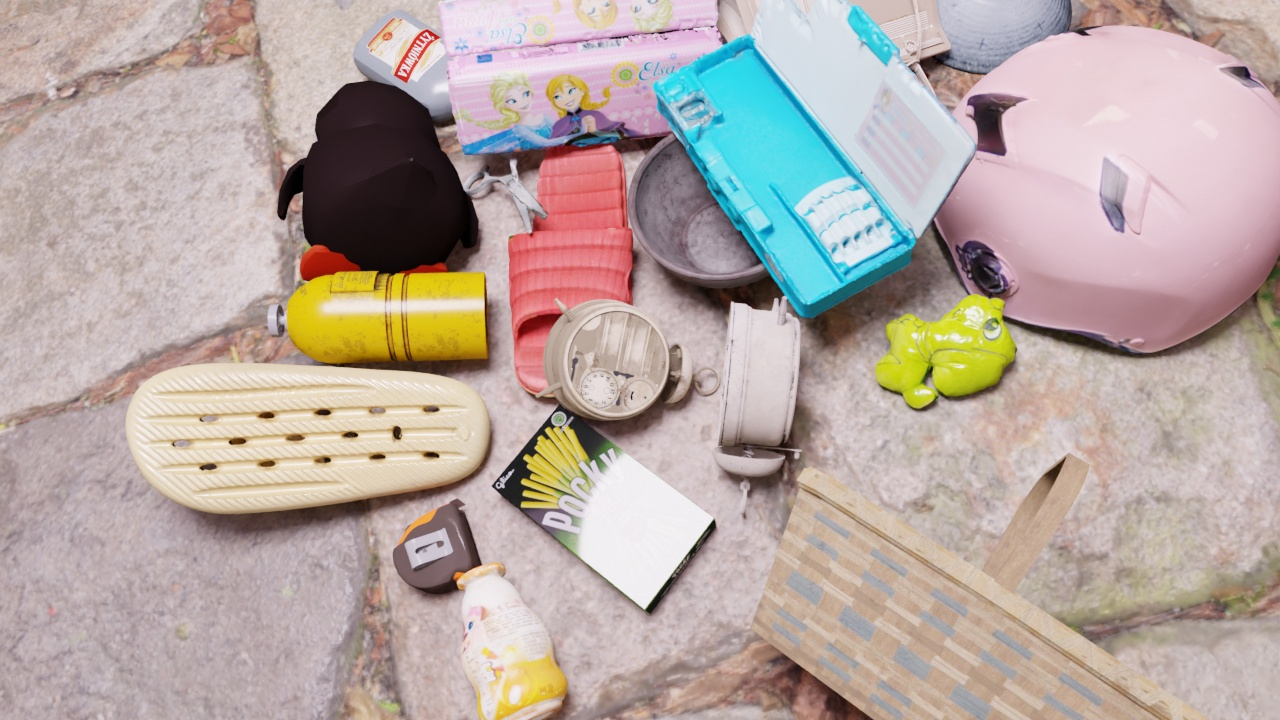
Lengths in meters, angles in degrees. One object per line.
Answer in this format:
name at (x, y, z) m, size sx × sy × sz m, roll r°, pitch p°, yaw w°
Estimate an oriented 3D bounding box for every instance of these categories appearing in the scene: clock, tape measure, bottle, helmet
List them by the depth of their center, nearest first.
bottle at (-0.093, 0.194, 0.627) m, size 0.063 × 0.063 × 0.109 m, roll -24°, pitch 67°, yaw -1°
clock at (0.086, 0.033, 0.657) m, size 0.061 × 0.103 × 0.157 m, roll 5°, pitch 93°, yaw 4°
helmet at (0.332, -0.141, 0.659) m, size 0.230 × 0.152 × 0.255 m, roll -42°, pitch 61°, yaw -6°
tape measure at (-0.151, 0.140, 0.674) m, size 0.059 × 0.038 × 0.058 m, roll -23°, pitch 65°, yaw -1°
clock at (-0.004, 0.004, 0.685) m, size 0.140 × 0.055 × 0.093 m, roll 11°, pitch 89°, yaw -16°
bottle at (-0.204, -0.034, 0.719) m, size 0.163 × 0.071 × 0.071 m, roll -2°, pitch 66°, yaw -7°
bottle at (-0.187, -0.260, 0.846) m, size 0.161 × 0.046 × 0.072 m, roll 36°, pitch 77°, yaw 21°

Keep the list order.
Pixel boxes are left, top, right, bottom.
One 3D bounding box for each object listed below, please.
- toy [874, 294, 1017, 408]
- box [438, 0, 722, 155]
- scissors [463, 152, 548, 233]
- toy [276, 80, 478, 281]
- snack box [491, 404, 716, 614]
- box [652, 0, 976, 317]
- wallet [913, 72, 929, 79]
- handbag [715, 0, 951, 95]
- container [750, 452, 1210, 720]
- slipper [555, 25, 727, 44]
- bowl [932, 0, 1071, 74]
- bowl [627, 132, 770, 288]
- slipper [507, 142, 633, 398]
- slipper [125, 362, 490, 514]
toy at (0.225, -0.007, 0.672) m, size 0.093 × 0.036 × 0.094 m, roll 18°, pitch 93°, yaw 12°
box at (-0.044, -0.252, 0.745) m, size 0.230 × 0.161 × 0.062 m, roll -8°, pitch 27°, yaw -3°
scissors at (-0.102, -0.159, 0.777) m, size 0.161 × 0.014 × 0.117 m, roll 18°, pitch 69°, yaw 46°
toy at (-0.214, -0.167, 0.762) m, size 0.159 × 0.140 × 0.183 m, roll 6°, pitch 49°, yaw -28°
snack box at (-0.028, 0.107, 0.674) m, size 0.147 × 0.025 × 0.080 m, roll 34°, pitch 76°, yaw 21°
box at (0.122, -0.164, 0.660) m, size 0.171 × 0.085 × 0.227 m, roll -44°, pitch 62°, yaw 27°
wallet at (0.175, -0.238, 0.795) m, size 0.115 × 0.018 × 0.091 m, roll 34°, pitch 76°, yaw 17°
handbag at (0.178, -0.250, 0.764) m, size 0.175 × 0.062 × 0.198 m, roll -21°, pitch 81°, yaw -10°
container at (0.208, 0.142, 0.554) m, size 0.250 × 0.157 × 0.186 m, roll 33°, pitch 87°, yaw 20°
slipper at (0.023, -0.309, 0.826) m, size 0.263 × 0.063 × 0.111 m, roll -9°, pitch 69°, yaw -7°
bowl at (0.302, -0.317, 0.782) m, size 0.137 × 0.057 × 0.137 m, roll -3°, pitch 67°, yaw 8°
bowl at (0.066, -0.113, 0.729) m, size 0.145 × 0.067 × 0.144 m, roll -4°, pitch 67°, yaw 8°
slipper at (-0.056, -0.090, 0.746) m, size 0.103 × 0.059 × 0.248 m, roll 0°, pitch 66°, yaw 10°
slipper at (-0.247, 0.058, 0.708) m, size 0.261 × 0.079 × 0.111 m, roll -1°, pitch 88°, yaw -8°
